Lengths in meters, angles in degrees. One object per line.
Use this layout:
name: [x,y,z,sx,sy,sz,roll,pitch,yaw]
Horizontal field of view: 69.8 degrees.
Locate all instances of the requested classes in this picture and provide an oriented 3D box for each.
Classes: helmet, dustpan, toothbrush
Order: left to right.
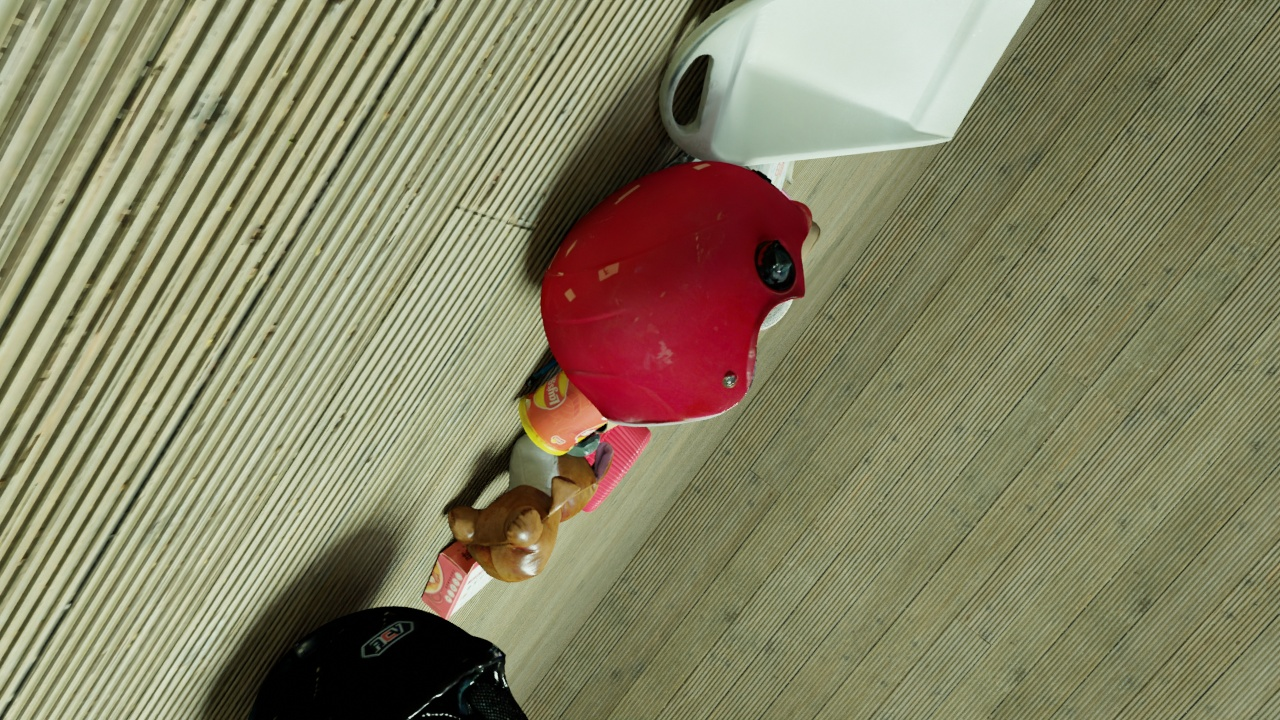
helmet: [-0.233,0.333,0.816,0.232,0.230,0.275,-23,141,-53]
toothbrush: [-0.054,-0.029,0.949,0.189,0.016,0.014,-41,170,-33]
helmet: [0.016,-0.074,0.722,0.207,0.144,0.239,4,-121,56]
dustpan: [0.155,-0.226,0.731,0.223,0.258,0.142,101,6,-65]

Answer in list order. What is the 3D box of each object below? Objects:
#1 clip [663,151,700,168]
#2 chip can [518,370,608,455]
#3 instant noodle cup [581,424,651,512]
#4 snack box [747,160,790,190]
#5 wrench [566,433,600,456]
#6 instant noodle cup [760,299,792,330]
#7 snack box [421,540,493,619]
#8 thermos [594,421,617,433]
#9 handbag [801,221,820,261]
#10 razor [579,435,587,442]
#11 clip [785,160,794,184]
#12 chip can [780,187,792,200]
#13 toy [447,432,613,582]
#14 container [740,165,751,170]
clip: [0.040,-0.181,0.843,0.058,0.038,0.026,-48,169,-25]
chip can: [-0.018,0.009,0.880,0.217,0.073,0.073,-35,175,24]
instant noodle cup: [-0.050,0.129,1.196,0.194,0.066,0.194,-50,-179,1]
snack box: [0.138,-0.216,0.968,0.084,0.027,0.157,-20,128,-69]
wrench: [-0.041,-0.010,0.922,0.016,0.056,0.274,-86,-168,-57]
instant noodle cup: [0.104,-0.086,0.978,0.111,0.099,0.112,-14,117,-29]
snack box: [-0.195,0.233,1.096,0.113,0.044,0.127,-37,162,-49]
thermos: [-0.010,0.025,1.097,0.142,0.093,0.093,-32,159,-34]
handbag: [0.127,-0.114,1.157,0.204,0.100,0.148,-52,-166,-3]
razor: [-0.080,0.088,1.155,0.043,0.028,0.133,-50,170,-26]
clip: [0.189,-0.266,1.111,0.092,0.035,0.103,-41,157,-27]
chip can: [0.087,-0.119,1.061,0.210,0.071,0.071,-52,168,-2]
toy: [-0.118,0.145,1.003,0.199,0.140,0.130,-38,120,-53]
container: [0.064,-0.128,0.889,0.111,0.090,0.090,-39,164,-10]
